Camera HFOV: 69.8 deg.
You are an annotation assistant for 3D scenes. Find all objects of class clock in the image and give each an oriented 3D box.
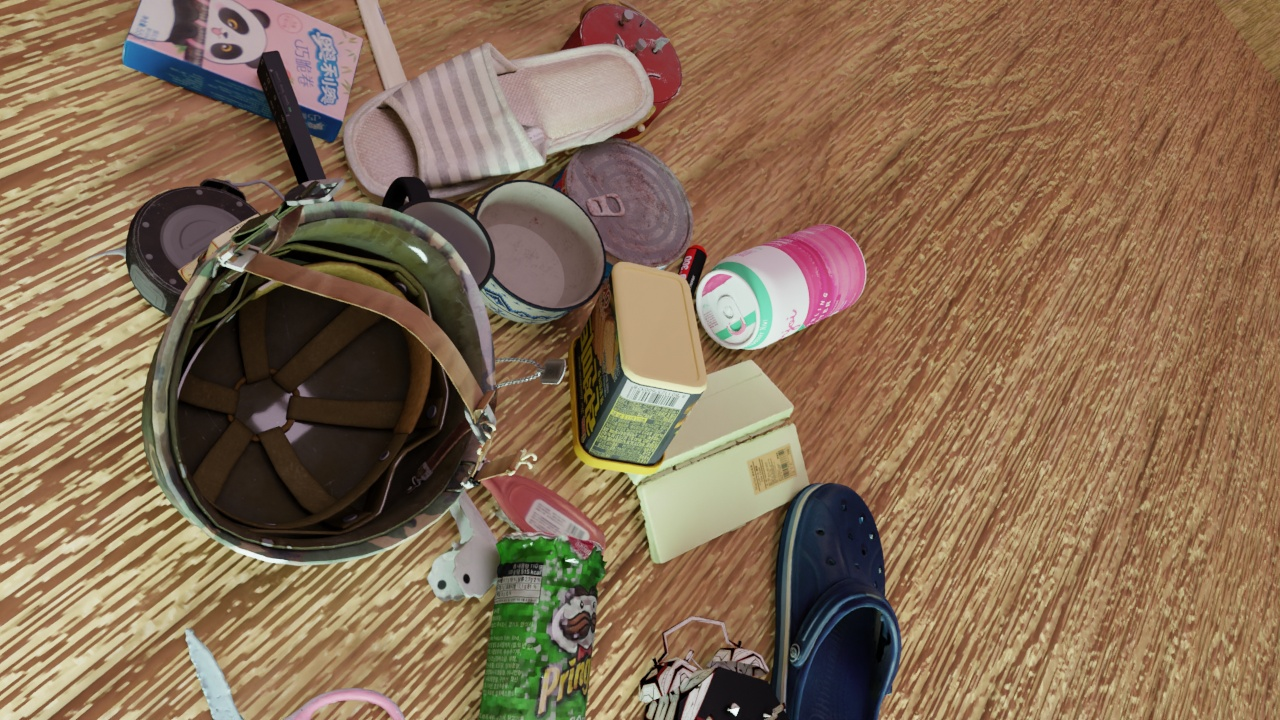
[{"bbox_3d":[0.058,0.264,0.670,0.114,0.065,0.154,1,69,-33],"label":"clock"},{"bbox_3d":[-0.289,-0.072,0.615,0.091,0.044,0.122,48,51,-5],"label":"clock"},{"bbox_3d":[-0.016,-0.290,0.877,0.117,0.081,0.158,27,56,-21],"label":"clock"}]

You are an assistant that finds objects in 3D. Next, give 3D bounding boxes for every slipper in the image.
[{"bbox_3d":[-0.108,-0.203,0.754,0.272,0.054,0.114,-25,80,-23],"label":"slipper"},{"bbox_3d":[0.169,0.220,0.750,0.105,0.095,0.252,23,60,-20],"label":"slipper"}]

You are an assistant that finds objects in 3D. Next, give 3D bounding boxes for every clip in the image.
[{"bbox_3d":[-0.119,0.143,0.636,0.054,0.041,0.101,-41,103,-47],"label":"clip"}]

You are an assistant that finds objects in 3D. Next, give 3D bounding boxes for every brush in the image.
[{"bbox_3d":[-0.099,0.097,0.669,0.172,0.030,0.040,39,54,-12],"label":"brush"},{"bbox_3d":[-0.234,-0.308,0.788,0.033,0.012,0.217,-12,77,-38],"label":"brush"}]

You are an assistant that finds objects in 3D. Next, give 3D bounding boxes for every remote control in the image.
[{"bbox_3d":[-0.244,-0.145,0.663,0.013,0.034,0.150,-22,95,-29],"label":"remote control"}]

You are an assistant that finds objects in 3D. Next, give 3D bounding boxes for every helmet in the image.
[{"bbox_3d":[-0.172,0.006,0.527,0.192,0.237,0.223,48,64,-24],"label":"helmet"}]

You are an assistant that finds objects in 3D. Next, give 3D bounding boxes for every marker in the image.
[{"bbox_3d":[0.033,-0.050,0.834,0.023,0.021,0.144,19,56,1],"label":"marker"}]

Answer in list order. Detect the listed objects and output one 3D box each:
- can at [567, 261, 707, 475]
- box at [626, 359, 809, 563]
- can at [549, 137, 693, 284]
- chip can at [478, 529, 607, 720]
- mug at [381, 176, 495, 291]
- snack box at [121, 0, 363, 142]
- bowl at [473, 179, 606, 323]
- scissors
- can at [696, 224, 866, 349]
[{"bbox_3d":[-0.004,0.004,0.706,0.072,0.101,0.130,11,45,-19],"label":"can"},{"bbox_3d":[0.062,0.078,0.780,0.187,0.048,0.140,-16,80,-37],"label":"box"},{"bbox_3d":[-0.018,-0.133,0.824,0.129,0.044,0.129,15,61,-28],"label":"can"},{"bbox_3d":[-0.068,0.227,0.585,0.075,0.076,0.223,15,67,-27],"label":"chip can"},{"bbox_3d":[-0.164,-0.079,0.672,0.078,0.088,0.113,-7,72,-36],"label":"mug"},{"bbox_3d":[-0.296,-0.234,0.696,0.154,0.033,0.087,17,61,-27],"label":"snack box"},{"bbox_3d":[-0.092,-0.080,0.740,0.115,0.059,0.115,15,61,-28],"label":"bowl"},{"bbox_3d":[-0.222,0.241,0.529,0.170,0.014,0.167,17,59,-27],"label":"scissors"},{"bbox_3d":[0.135,-0.070,0.868,0.165,0.088,0.088,-23,82,-39],"label":"can"}]
